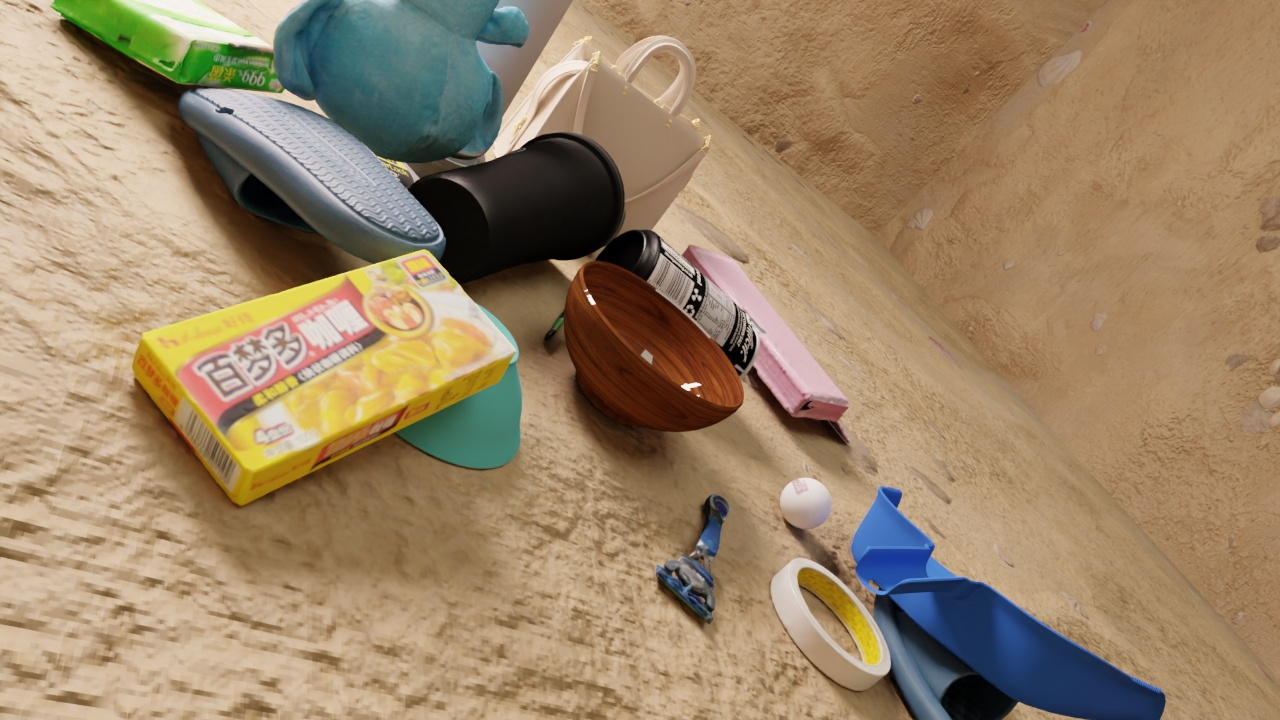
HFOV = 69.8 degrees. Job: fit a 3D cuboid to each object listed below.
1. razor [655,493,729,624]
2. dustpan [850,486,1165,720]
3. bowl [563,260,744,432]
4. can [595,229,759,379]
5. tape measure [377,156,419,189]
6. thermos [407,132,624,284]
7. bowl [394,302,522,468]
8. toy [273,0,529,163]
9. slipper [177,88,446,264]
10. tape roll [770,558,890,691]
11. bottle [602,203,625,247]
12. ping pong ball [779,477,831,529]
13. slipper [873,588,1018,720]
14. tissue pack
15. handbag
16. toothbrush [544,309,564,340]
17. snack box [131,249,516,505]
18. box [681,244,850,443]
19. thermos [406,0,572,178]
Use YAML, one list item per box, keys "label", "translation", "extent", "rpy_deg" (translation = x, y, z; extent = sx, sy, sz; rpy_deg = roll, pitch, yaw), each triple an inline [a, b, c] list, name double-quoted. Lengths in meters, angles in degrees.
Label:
- label: "razor"
  translation: [0.041, 0.115, 0.584]
  extent: [0.044, 0.018, 0.140]
  rpy_deg: [42, 20, -1]
- label: "dustpan"
  translation: [0.214, 0.161, 0.629]
  extent: [0.257, 0.060, 0.245]
  rpy_deg: [12, 21, -46]
- label: "bowl"
  translation: [-0.004, 0.004, 0.651]
  extent: [0.147, 0.069, 0.147]
  rpy_deg: [36, 21, -16]
- label: "can"
  translation: [0.028, -0.040, 0.769]
  extent: [0.146, 0.080, 0.080]
  rpy_deg: [38, 19, -31]
- label: "tape measure"
  translation: [-0.187, -0.133, 0.663]
  extent: [0.064, 0.017, 0.065]
  rpy_deg: [19, 30, -49]
- label: "thermos"
  translation: [-0.093, -0.113, 0.689]
  extent: [0.106, 0.106, 0.218]
  rpy_deg: [44, 25, 3]
- label: "bowl"
  translation: [-0.103, -0.002, 0.507]
  extent: [0.121, 0.046, 0.121]
  rpy_deg: [37, 20, -16]
- label: "toy"
  translation: [-0.153, -0.225, 0.620]
  extent: [0.183, 0.181, 0.115]
  rpy_deg: [12, 15, -48]
- label: "slipper"
  translation: [-0.195, -0.102, 0.526]
  extent: [0.214, 0.059, 0.103]
  rpy_deg: [38, 19, 32]
- label: "tape roll"
  translation: [0.128, 0.177, 0.619]
  extent: [0.094, 0.019, 0.094]
  rpy_deg: [37, 20, -17]
- label: "bottle"
  translation: [-0.069, -0.152, 0.865]
  extent: [0.108, 0.060, 0.060]
  rpy_deg: [28, 24, -35]
- label: "ping pong ball"
  translation: [0.130, 0.113, 0.723]
  extent: [0.040, 0.040, 0.040]
  rpy_deg: [37, 21, -16]
- label: "slipper"
  translation: [0.226, 0.232, 0.635]
  extent: [0.103, 0.059, 0.213]
  rpy_deg: [27, 25, -29]
- label: "tissue pack"
  translation: [-0.282, -0.201, 0.572]
  extent: [0.099, 0.034, 0.113]
  rpy_deg: [29, 18, 8]
- label: "handbag"
  translation: [-0.018, -0.236, 0.930]
  extent: [0.194, 0.198, 0.101]
  rpy_deg: [27, 25, -36]
- label: "toothbrush"
  translation: [-0.053, -0.045, 0.744]
  extent: [0.017, 0.014, 0.187]
  rpy_deg: [47, 19, -10]
- label: "snack box"
  translation: [-0.133, 0.000, 0.410]
  extent: [0.075, 0.025, 0.151]
  rpy_deg: [47, 39, 12]
- label: "box"
  translation: [0.146, -0.021, 0.998]
  extent: [0.180, 0.051, 0.232]
  rpy_deg: [26, 25, -56]
- label: "thermos"
  translation: [-0.130, -0.259, 0.725]
  extent: [0.131, 0.222, 0.131]
  rpy_deg: [37, 21, -16]
